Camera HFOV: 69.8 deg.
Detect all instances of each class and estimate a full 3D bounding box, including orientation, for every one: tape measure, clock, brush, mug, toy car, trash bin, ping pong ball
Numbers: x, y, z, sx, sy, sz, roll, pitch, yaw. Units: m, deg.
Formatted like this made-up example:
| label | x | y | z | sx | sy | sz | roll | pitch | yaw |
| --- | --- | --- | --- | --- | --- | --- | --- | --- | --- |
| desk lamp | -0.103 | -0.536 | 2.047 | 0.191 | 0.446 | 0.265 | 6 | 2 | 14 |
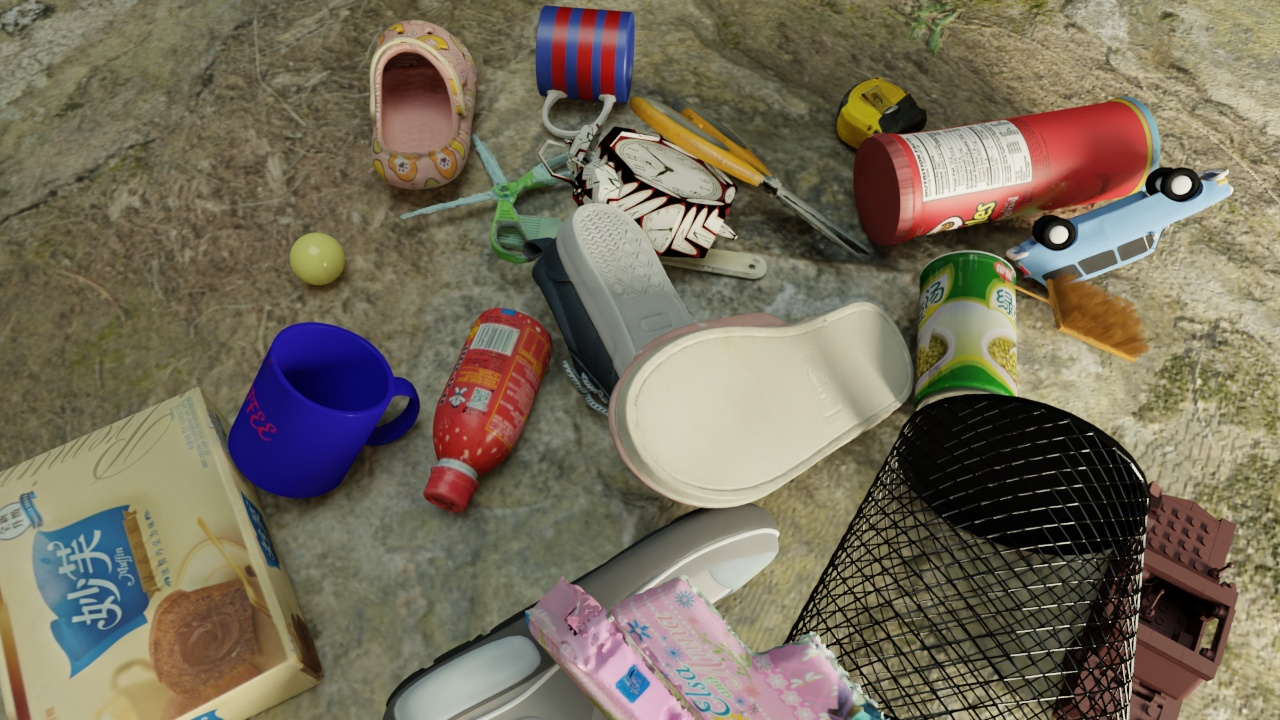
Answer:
| label | x | y | z | sx | sy | sz | roll | pitch | yaw |
| --- | --- | --- | --- | --- | --- | --- | --- | --- | --- |
| tape measure | 0.201 | -0.210 | 0.783 | 0.065 | 0.037 | 0.064 | -34 | 65 | -18 |
| clock | -0.007 | -0.126 | 0.694 | 0.154 | 0.065 | 0.114 | 14 | 34 | -20 |
| brush | 0.315 | -0.038 | 0.658 | 0.126 | 0.017 | 0.048 | 18 | 56 | -24 |
| mug | -0.048 | -0.246 | 0.791 | 0.076 | 0.075 | 0.112 | 5 | 86 | 3 |
| toy car | 0.353 | -0.098 | 0.678 | 0.154 | 0.056 | 0.055 | -23 | 95 | 19 |
| brush | -0.008 | -0.088 | 0.726 | 0.218 | 0.012 | 0.033 | 9 | 60 | 4 |
| trash bin | 0.179 | 0.142 | 0.500 | 0.184 | 0.184 | 0.209 | 25 | 56 | 14 |
| mug | -0.201 | 0.034 | 0.603 | 0.111 | 0.084 | 0.079 | 8 | 42 | -41 |
| toy car | 0.312 | 0.150 | 0.555 | 0.070 | 0.062 | 0.169 | 28 | 63 | 15 |
| ping pong ball | -0.247 | -0.078 | 0.701 | 0.040 | 0.040 | 0.040 | 0 | 59 | 0 |

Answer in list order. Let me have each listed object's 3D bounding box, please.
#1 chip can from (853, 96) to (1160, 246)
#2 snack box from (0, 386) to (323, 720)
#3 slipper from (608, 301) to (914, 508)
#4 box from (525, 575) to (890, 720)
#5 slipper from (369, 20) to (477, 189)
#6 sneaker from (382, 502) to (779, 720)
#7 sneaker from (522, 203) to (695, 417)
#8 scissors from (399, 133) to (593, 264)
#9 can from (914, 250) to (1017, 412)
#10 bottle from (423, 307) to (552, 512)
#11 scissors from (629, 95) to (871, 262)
| label | x | y | z | sx | sy | sz | roll | pitch | yaw |
| --- | --- | --- | --- | --- | --- | --- | --- | --- | --- |
| chip can | 0.283 | -0.150 | 0.720 | 0.213 | 0.087 | 0.087 | -11 | 60 | -8 |
| snack box | -0.308 | 0.136 | 0.565 | 0.153 | 0.055 | 0.207 | -26 | 63 | -15 |
| slipper | 0.083 | 0.022 | 0.590 | 0.273 | 0.055 | 0.114 | -14 | 81 | -41 |
| box | 0.053 | 0.193 | 0.421 | 0.230 | 0.161 | 0.061 | 50 | 53 | -11 |
| slipper | -0.183 | -0.229 | 0.763 | 0.093 | 0.082 | 0.197 | -7 | 54 | -6 |
| sneaker | -0.003 | 0.197 | 0.520 | 0.256 | 0.093 | 0.160 | -26 | 71 | -16 |
| sneaker | -0.004 | 0.004 | 0.631 | 0.089 | 0.088 | 0.235 | -22 | 79 | -46 |
| scissors | -0.109 | -0.136 | 0.743 | 0.172 | 0.021 | 0.171 | -20 | 54 | -9 |
| can | 0.230 | -0.013 | 0.648 | 0.067 | 0.067 | 0.120 | 10 | 60 | 5 |
| bottle | -0.107 | 0.035 | 0.622 | 0.062 | 0.062 | 0.137 | 15 | 60 | 8 |
| scissors | 0.084 | -0.147 | 0.718 | 0.225 | 0.016 | 0.175 | 45 | 26 | 23 |
